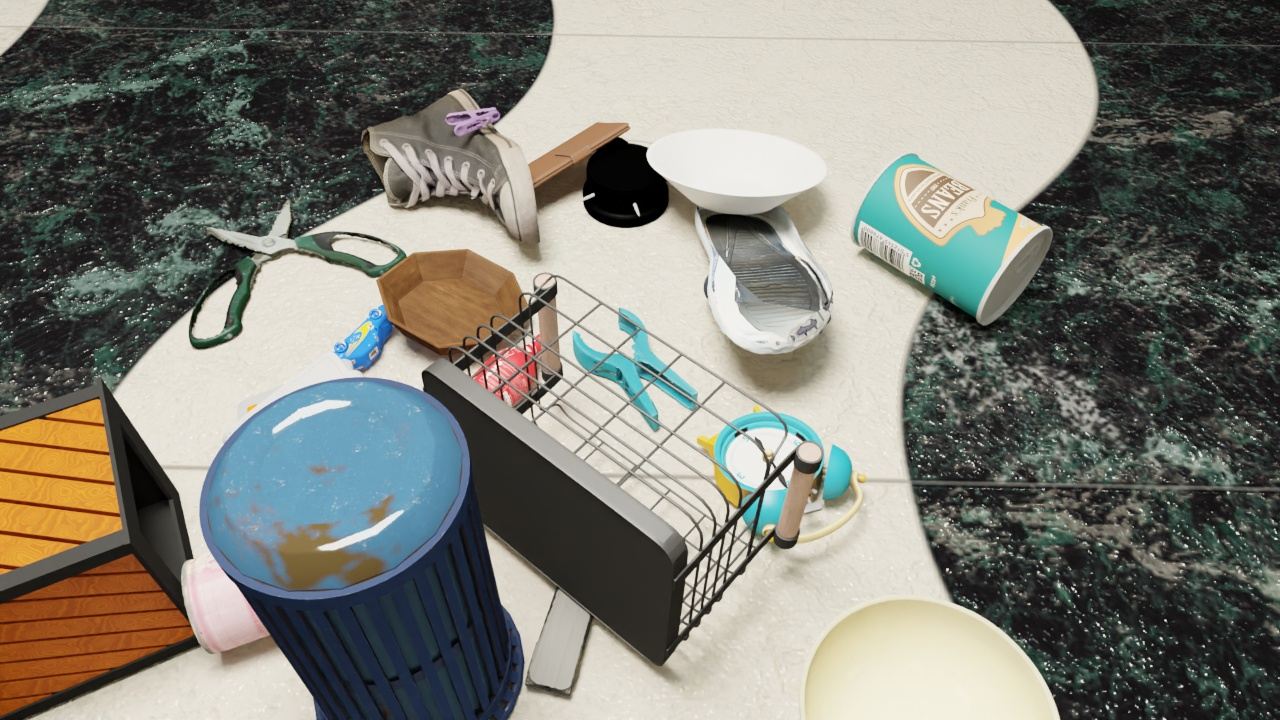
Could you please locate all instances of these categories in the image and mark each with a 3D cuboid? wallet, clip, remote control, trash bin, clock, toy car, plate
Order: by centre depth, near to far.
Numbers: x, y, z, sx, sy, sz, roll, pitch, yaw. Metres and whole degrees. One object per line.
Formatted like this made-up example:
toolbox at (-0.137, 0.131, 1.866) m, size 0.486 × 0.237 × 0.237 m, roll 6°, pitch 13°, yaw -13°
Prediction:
trash bin at (-0.147, 0.129, 0.526) m, size 0.139 × 0.250 × 0.139 m, roll 0°, pitch 49°, yaw 0°
trash bin at (-0.402, 0.133, 0.594) m, size 0.171 × 0.140 × 0.139 m, roll -21°, pitch 53°, yaw -18°
remote control at (-0.046, 0.169, 0.650) m, size 0.033 × 0.013 × 0.136 m, roll 11°, pitch 51°, yaw 8°
clock at (0.107, 0.086, 0.706) m, size 0.099 × 0.044 × 0.129 m, roll -27°, pitch 47°, yaw -22°
wallet at (-0.268, 0.047, 0.726) m, size 0.118 × 0.037 × 0.115 m, roll -40°, pitch 59°, yaw -11°
toy car at (-0.226, 0.001, 0.783) m, size 0.062 × 0.033 × 0.091 m, roll 30°, pitch 59°, yaw 14°
clip at (0.007, -0.005, 0.794) m, size 0.130 × 0.030 × 0.119 m, roll 30°, pitch 51°, yaw 23°
plate at (-0.167, -0.049, 0.814) m, size 0.131 × 0.025 × 0.131 m, roll 9°, pitch 43°, yaw -9°
clip at (-0.160, -0.232, 0.880) m, size 0.050 × 0.013 × 0.029 m, roll -23°, pitch 50°, yaw -19°
plate at (0.092, -0.180, 0.901) m, size 0.174 × 0.036 × 0.173 m, roll 2°, pitch 34°, yaw -2°
clock at (-0.011, -0.189, 0.940) m, size 0.091 × 0.043 × 0.120 m, roll 16°, pitch 51°, yaw 13°
wallet at (-0.076, -0.212, 0.943) m, size 0.120 × 0.013 × 0.087 m, roll -35°, pitch 26°, yaw -14°

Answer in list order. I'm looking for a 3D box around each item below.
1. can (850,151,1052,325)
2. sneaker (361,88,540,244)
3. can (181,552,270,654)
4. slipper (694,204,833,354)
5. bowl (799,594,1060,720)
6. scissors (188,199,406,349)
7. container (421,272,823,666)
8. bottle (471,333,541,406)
can at (0.281, -0.113, 0.839) m, size 0.099 × 0.099 × 0.144 m, roll -34°, pitch 58°, yaw -27°
sneaker at (-0.182, -0.177, 0.898) m, size 0.119 × 0.095 × 0.234 m, roll -27°, pitch 57°, yaw -19°
can at (-0.261, 0.155, 0.625) m, size 0.076 × 0.067 × 0.067 m, roll -17°, pitch 51°, yaw -14°
slipper at (0.105, -0.073, 0.831) m, size 0.111 × 0.063 × 0.263 m, roll -1°, pitch 37°, yaw -6°
bowl at (0.168, 0.228, 0.560) m, size 0.151 × 0.075 × 0.150 m, roll 0°, pitch 50°, yaw 0°
scissors at (-0.339, -0.079, 0.862) m, size 0.202 × 0.015 × 0.205 m, roll 13°, pitch 52°, yaw 10°
container at (-0.020, 0.066, 0.619) m, size 0.241 × 0.163 × 0.130 m, roll 33°, pitch 57°, yaw 24°
bottle at (-0.122, 0.026, 0.754) m, size 0.042 × 0.042 × 0.141 m, roll 27°, pitch 54°, yaw 21°
